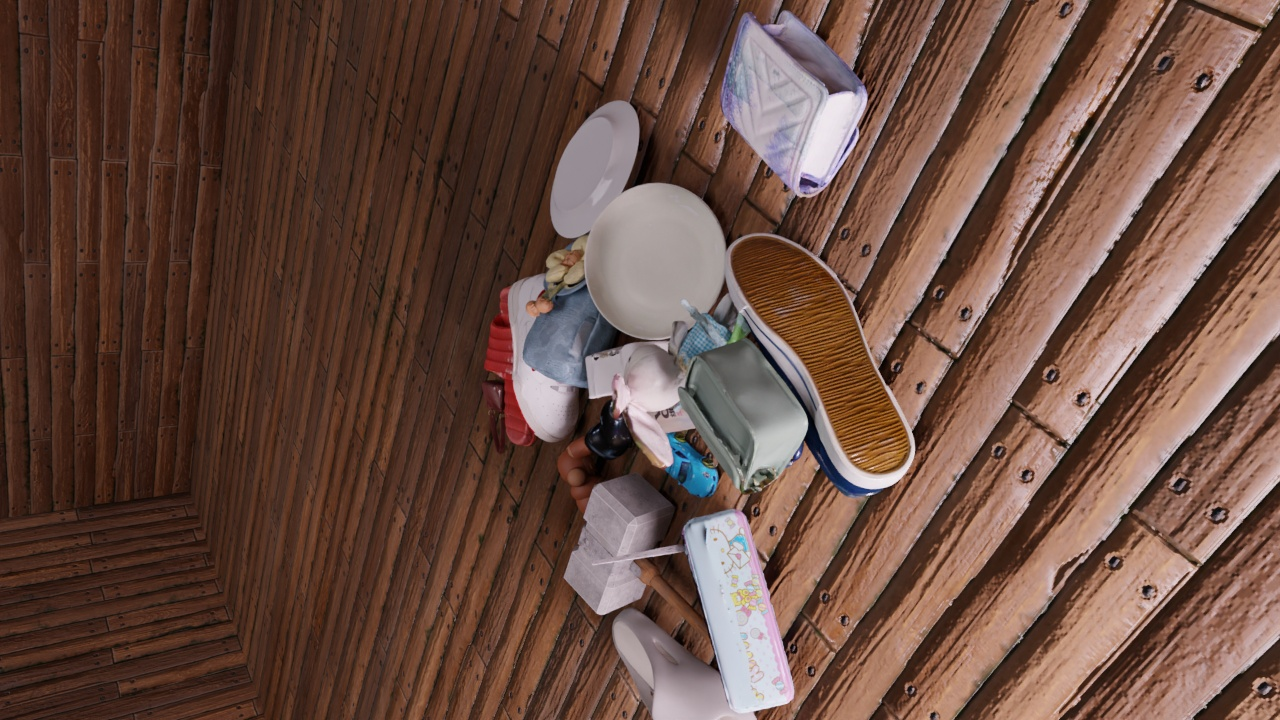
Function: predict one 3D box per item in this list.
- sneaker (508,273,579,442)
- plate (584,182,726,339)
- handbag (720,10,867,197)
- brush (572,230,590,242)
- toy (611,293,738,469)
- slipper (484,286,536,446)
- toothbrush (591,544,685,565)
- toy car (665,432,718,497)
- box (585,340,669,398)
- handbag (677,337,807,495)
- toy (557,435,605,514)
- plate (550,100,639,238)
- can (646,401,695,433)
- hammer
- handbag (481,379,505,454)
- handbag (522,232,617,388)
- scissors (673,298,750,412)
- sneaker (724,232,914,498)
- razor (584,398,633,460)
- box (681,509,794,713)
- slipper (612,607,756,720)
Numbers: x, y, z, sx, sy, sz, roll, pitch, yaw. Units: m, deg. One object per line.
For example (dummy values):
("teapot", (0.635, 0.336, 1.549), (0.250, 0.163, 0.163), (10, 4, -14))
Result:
("sneaker", (-0.116, -0.008, 1.279), (0.105, 0.090, 0.236), (-14, 79, 46))
("plate", (0.021, -0.116, 1.082), (0.183, 0.034, 0.182), (1, 93, 25))
("handbag", (0.148, -0.259, 0.920), (0.158, 0.069, 0.127), (57, 149, 32))
("brush", (-0.047, -0.161, 1.222), (0.151, 0.012, 0.039), (11, 104, 50))
("toy", (0.034, -0.002, 1.007), (0.205, 0.131, 0.106), (-48, 39, -13))
("slipper", (-0.199, 0.012, 1.402), (0.104, 0.059, 0.249), (6, 100, 52))
("toothbrush", (0.024, 0.218, 1.037), (0.010, 0.181, 0.010), (57, 138, 40))
("toy car", (0.052, 0.126, 1.111), (0.105, 0.032, 0.048), (39, 123, 41))
("box", (-0.009, -0.005, 1.117), (0.107, 0.102, 0.091), (-19, 77, 50))
("handbag", (0.093, 0.054, 0.889), (0.121, 0.067, 0.106), (57, 151, 30))
("toy", (-0.068, 0.170, 1.252), (0.095, 0.065, 0.127), (45, -159, -84))
("plate", (-0.069, -0.250, 1.182), (0.189, 0.016, 0.188), (-28, 52, 44))
("can", (0.047, 0.056, 1.089), (0.136, 0.054, 0.054), (-15, 82, 50))
("hammer", (0.047, 0.295, 1.113), (0.318, 0.082, 0.163), (39, 124, 34))
("handbag", (-0.232, 0.093, 1.484), (0.055, 0.029, 0.120), (12, 108, 53))
("handbag", (-0.086, -0.067, 1.175), (0.122, 0.118, 0.192), (25, 92, 43))
("scissors", (0.093, -0.009, 0.972), (0.172, 0.171, 0.021), (-45, 31, -8))
("sneaker", (0.161, 0.010, 0.922), (0.127, 0.120, 0.294), (99, 149, -64))
("razor", (-0.041, 0.086, 1.176), (0.141, 0.063, 0.053), (96, 163, -67))
("box", (0.105, 0.274, 1.013), (0.065, 0.078, 0.214), (90, 166, -76))
("slipper", (0.030, 0.404, 1.124), (0.266, 0.080, 0.113), (32, 127, 46))
